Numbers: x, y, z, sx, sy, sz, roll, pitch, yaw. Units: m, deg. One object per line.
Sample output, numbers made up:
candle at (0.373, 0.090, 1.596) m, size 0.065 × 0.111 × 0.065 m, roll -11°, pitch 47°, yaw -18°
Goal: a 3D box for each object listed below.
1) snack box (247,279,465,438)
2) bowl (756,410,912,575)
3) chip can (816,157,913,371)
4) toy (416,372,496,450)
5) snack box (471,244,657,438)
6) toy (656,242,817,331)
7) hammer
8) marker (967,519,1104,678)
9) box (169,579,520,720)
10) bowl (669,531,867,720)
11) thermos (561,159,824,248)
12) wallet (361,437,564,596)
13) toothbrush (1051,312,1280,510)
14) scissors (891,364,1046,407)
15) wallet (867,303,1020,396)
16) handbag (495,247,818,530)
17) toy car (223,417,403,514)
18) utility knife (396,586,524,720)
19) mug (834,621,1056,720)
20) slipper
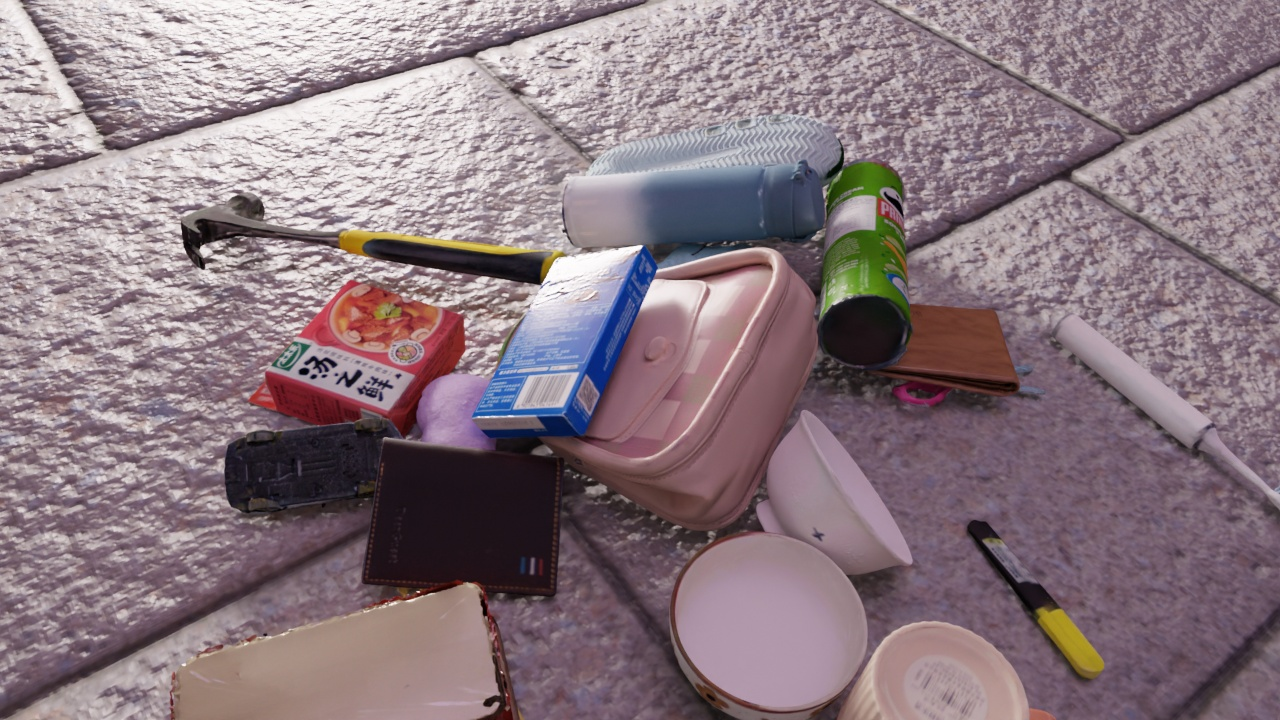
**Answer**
snack box at (-0.215, -0.003, 0.696) m, size 0.127 × 0.044 × 0.113 m, roll 16°, pitch 47°, yaw 11°
bowl at (0.116, 0.098, 0.601) m, size 0.065 × 0.118 × 0.118 m, roll -37°, pitch 48°, yaw 15°
chip can at (0.186, -0.087, 0.764) m, size 0.072 × 0.072 × 0.235 m, roll 11°, pitch 38°, yaw 6°
toy at (-0.126, 0.053, 0.652) m, size 0.084 × 0.039 × 0.107 m, roll -4°, pitch 53°, yaw -6°
snack box at (-0.051, -0.015, 0.647) m, size 0.085 × 0.026 × 0.156 m, roll -4°, pitch 47°, yaw 35°
toy at (0.071, -0.047, 0.757) m, size 0.161 × 0.050 × 0.155 m, roll 7°, pitch 47°, yaw 17°
hammer at (-0.220, -0.092, 0.748) m, size 0.323 × 0.032 × 0.125 m, roll 9°, pitch 25°, yaw 9°
marker at (0.257, 0.154, 0.604) m, size 0.018 × 0.015 × 0.124 m, roll -14°, pitch 46°, yaw -18°
box at (-0.156, 0.180, 0.491) m, size 0.168 × 0.079 × 0.091 m, roll -14°, pitch 53°, yaw -11°
bowl at (0.071, 0.165, 0.545) m, size 0.113 × 0.062 × 0.113 m, roll 2°, pitch 48°, yaw -3°
thermos at (0.044, -0.130, 0.783) m, size 0.221 × 0.070 × 0.070 m, roll 1°, pitch 44°, yaw 19°
wallet at (-0.113, 0.102, 0.596) m, size 0.122 × 0.020 × 0.096 m, roll 7°, pitch 63°, yaw -10°
toothbrush at (0.413, 0.039, 0.714) m, size 0.026 × 0.027 × 0.221 m, roll -38°, pitch 55°, yaw 0°
scissors at (0.258, 0.007, 0.745) m, size 0.137 × 0.017 × 0.096 m, roll -7°, pitch 40°, yaw -15°
wallet at (0.238, -0.014, 0.740) m, size 0.115 × 0.020 × 0.101 m, roll 7°, pitch 36°, yaw 3°
handbag at (-0.004, 0.004, 0.668) m, size 0.234 × 0.093 × 0.192 m, roll 12°, pitch 58°, yaw 35°
toy car at (-0.220, 0.072, 0.623) m, size 0.120 × 0.037 × 0.054 m, roll -8°, pitch 75°, yaw -5°
utility knife at (-0.117, 0.172, 0.561) m, size 0.030 × 0.019 × 0.173 m, roll -21°, pitch 47°, yaw -30°
mug at (0.164, 0.200, 0.487) m, size 0.114 × 0.106 × 0.081 m, roll 6°, pitch 46°, yaw 2°
slipper at (0.066, -0.166, 0.858) m, size 0.246 × 0.074 × 0.103 m, roll -4°, pitch 46°, yaw 14°
